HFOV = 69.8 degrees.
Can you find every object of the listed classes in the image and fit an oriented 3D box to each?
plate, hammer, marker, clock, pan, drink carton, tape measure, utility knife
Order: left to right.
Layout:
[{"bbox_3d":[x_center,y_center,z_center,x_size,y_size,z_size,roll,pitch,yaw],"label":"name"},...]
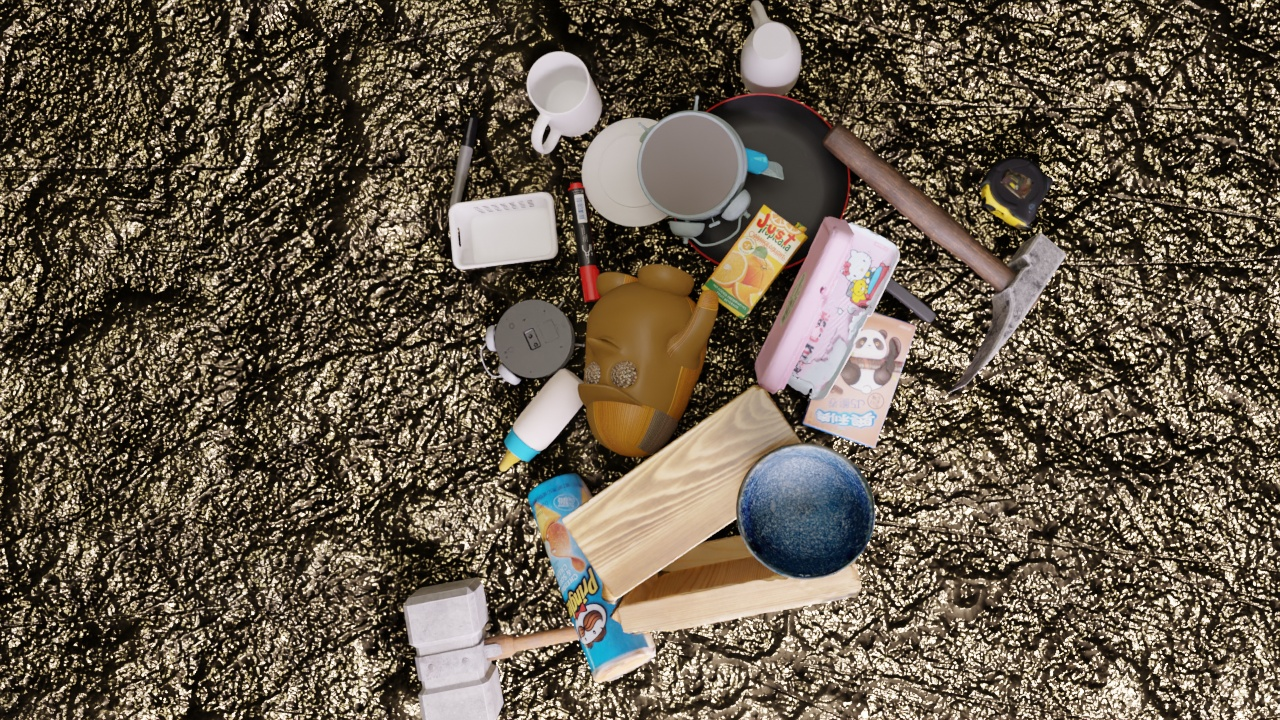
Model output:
[{"bbox_3d":[-0.222,-0.243,1.146,0.016,0.022,0.138,11,89,-3],"label":"marker"},{"bbox_3d":[-0.138,-0.021,1.122,0.123,0.035,0.094,-25,85,6],"label":"clock"},{"bbox_3d":[-0.105,0.329,1.092,0.317,0.083,0.162,-10,87,-1],"label":"hammer"},{"bbox_3d":[-0.068,-0.145,1.123,0.024,0.021,0.145,-10,87,29],"label":"marker"},{"bbox_3d":[-0.006,-0.232,1.124,0.134,0.011,0.134,0,88,7],"label":"plate"},{"bbox_3d":[0.063,-0.208,1.037,0.123,0.045,0.159,-21,94,15],"label":"clock"},{"bbox_3d":[0.084,-0.240,1.059,0.173,0.015,0.031,19,93,9],"label":"utility knife"},{"bbox_3d":[0.131,-0.113,1.033,0.058,0.041,0.122,38,102,7],"label":"drink carton"},{"bbox_3d":[0.194,-0.159,1.069,0.356,0.067,0.209,40,93,6],"label":"pan"},{"bbox_3d":[0.302,-0.133,1.016,0.300,0.037,0.217,41,70,1],"label":"hammer"},{"bbox_3d":[0.430,-0.197,1.055,0.072,0.042,0.071,28,95,10],"label":"tape measure"}]

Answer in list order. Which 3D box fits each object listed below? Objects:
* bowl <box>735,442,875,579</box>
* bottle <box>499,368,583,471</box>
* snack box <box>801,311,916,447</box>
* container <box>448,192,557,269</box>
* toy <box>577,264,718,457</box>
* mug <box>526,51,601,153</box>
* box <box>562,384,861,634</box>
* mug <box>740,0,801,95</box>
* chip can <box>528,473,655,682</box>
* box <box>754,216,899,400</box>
[{"bbox_3d":[0.140,0.128,0.792,0.114,0.061,0.114,0,86,6],"label":"bowl"},{"bbox_3d":[-0.122,0.077,1.108,0.051,0.051,0.146,41,93,7],"label":"bottle"},{"bbox_3d":[0.254,0.017,1.073,0.087,0.034,0.151,19,91,8],"label":"snack box"},{"bbox_3d":[-0.163,-0.155,1.121,0.129,0.049,0.080,-6,87,7],"label":"container"},{"bbox_3d":[-0.006,0.006,1.032,0.199,0.162,0.203,-4,69,45],"label":"toy"},{"bbox_3d":[-0.098,-0.300,1.098,0.074,0.090,0.110,28,91,7],"label":"mug"},{"bbox_3d":[0.076,0.180,0.968,0.257,0.279,0.215,-33,86,5],"label":"box"},{"bbox_3d":[0.147,-0.372,1.071,0.071,0.089,0.107,-16,86,6],"label":"mug"},{"bbox_3d":[-0.057,0.245,1.053,0.080,0.080,0.229,-27,65,5],"label":"chip can"},{"bbox_3d":[0.208,-0.051,1.015,0.095,0.087,0.202,20,113,-7],"label":"box"}]
